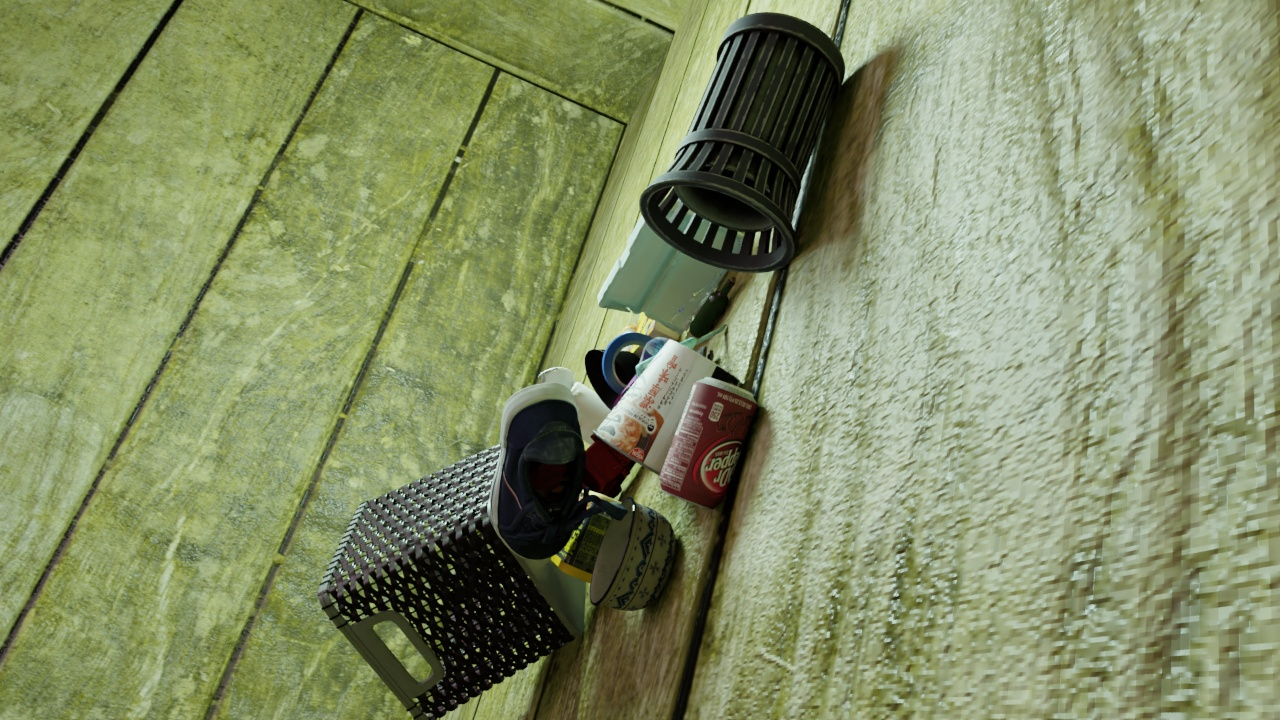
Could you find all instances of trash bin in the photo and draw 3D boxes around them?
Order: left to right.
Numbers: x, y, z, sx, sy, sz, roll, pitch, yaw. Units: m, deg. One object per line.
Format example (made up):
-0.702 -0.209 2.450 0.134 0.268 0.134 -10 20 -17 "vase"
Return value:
0.117 -0.233 0.964 0.227 0.164 0.164 -68 9 -18 "trash bin"

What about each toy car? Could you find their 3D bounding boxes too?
-0.049 0.142 1.240 0.061 0.070 0.170 -26 -24 -43 "toy car"

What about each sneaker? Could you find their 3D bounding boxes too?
-0.094 0.160 0.992 0.295 0.120 0.127 100 155 -50 "sneaker"

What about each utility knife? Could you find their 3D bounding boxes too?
0.047 -0.015 1.020 0.168 0.015 0.022 -28 -31 -47 "utility knife"

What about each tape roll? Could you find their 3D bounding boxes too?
-0.008 0.007 1.279 0.091 0.093 0.016 -63 10 0 "tape roll"

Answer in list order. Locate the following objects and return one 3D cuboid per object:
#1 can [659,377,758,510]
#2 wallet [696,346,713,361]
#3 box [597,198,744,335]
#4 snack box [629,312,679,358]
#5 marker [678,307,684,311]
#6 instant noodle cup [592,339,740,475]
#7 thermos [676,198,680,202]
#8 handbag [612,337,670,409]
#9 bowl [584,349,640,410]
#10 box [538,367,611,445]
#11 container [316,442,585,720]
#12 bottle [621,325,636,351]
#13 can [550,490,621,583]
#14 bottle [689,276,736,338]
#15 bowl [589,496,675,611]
0.063 0.077 0.856 0.063 0.063 0.114 176 115 -79 "can"
0.049 0.050 1.084 0.120 0.031 0.099 130 156 -57 "wallet"
0.036 -0.121 1.190 0.198 0.136 0.043 123 159 -47 "box"
0.028 -0.053 1.366 0.126 0.040 0.088 132 157 -63 "snack box"
0.067 -0.135 1.305 0.020 0.020 0.141 166 113 -78 "marker"
0.035 0.052 0.938 0.121 0.123 0.123 -59 10 -2 "instant noodle cup"
0.095 -0.233 1.272 0.082 0.082 0.239 124 164 -50 "thermos"
0.003 0.048 1.090 0.170 0.068 0.144 139 148 -66 "handbag"
-0.023 0.024 1.369 0.052 0.124 0.124 -35 -7 -28 "bowl"
-0.103 0.072 1.465 0.081 0.161 0.091 -53 6 39 "box"
-0.235 0.286 1.245 0.244 0.247 0.245 -28 20 9 "container"
-0.023 -0.004 1.466 0.063 0.063 0.108 125 164 -53 "bottle"
-0.054 0.222 1.147 0.101 0.072 0.131 -67 10 -10 "can"
0.090 -0.066 1.116 0.106 0.025 0.025 123 165 -47 "bottle"
-0.003 0.205 0.947 0.115 0.059 0.115 -160 91 -80 "bowl"
